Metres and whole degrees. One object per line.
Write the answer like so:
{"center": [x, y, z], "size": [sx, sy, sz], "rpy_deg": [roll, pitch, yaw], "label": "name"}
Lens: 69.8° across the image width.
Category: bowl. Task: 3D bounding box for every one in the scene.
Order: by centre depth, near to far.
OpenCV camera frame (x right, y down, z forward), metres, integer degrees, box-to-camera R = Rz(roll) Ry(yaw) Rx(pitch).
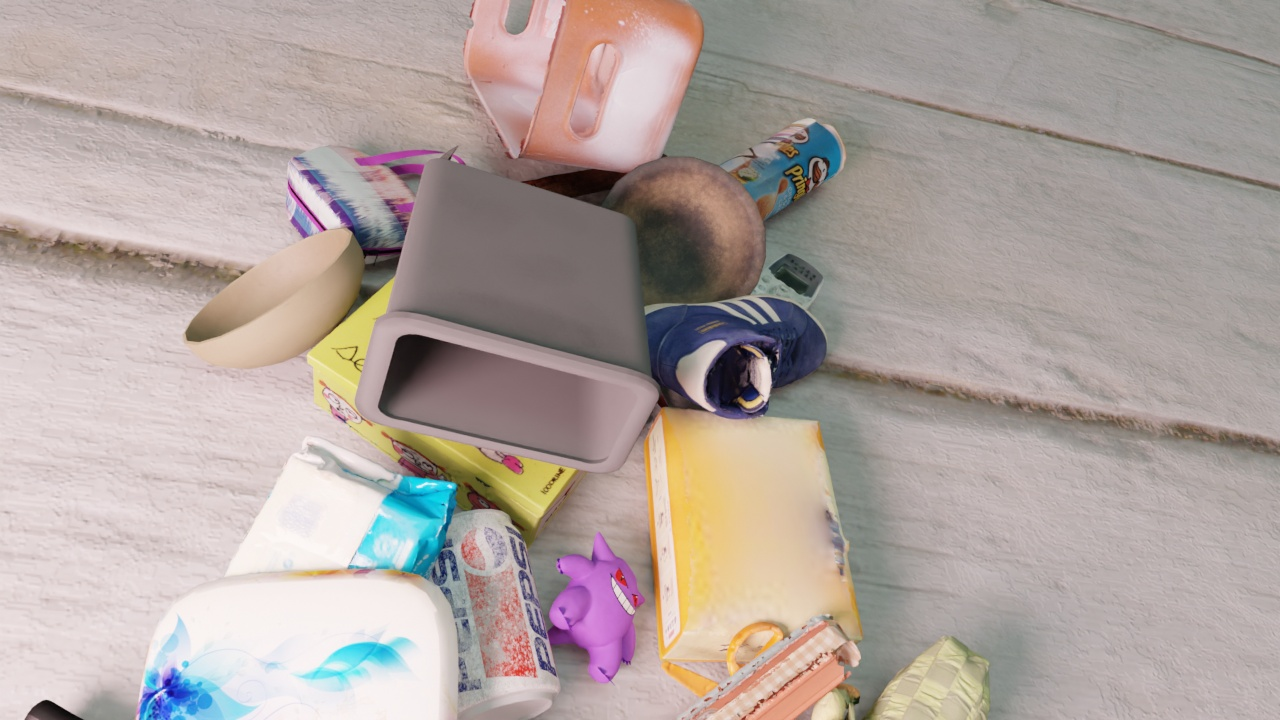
{"center": [-0.282, -0.042, 0.732], "size": [0.152, 0.050, 0.152], "rpy_deg": [-22, 30, 13], "label": "bowl"}
{"center": [0.033, -0.106, 0.868], "size": [0.162, 0.070, 0.162], "rpy_deg": [0, 90, -6], "label": "bowl"}

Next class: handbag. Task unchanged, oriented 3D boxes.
{"center": [0.174, 0.272, 0.655], "size": [0.117, 0.113, 0.185], "rpy_deg": [31, 47, 23], "label": "handbag"}
{"center": [-0.236, -0.158, 0.865], "size": [0.169, 0.068, 0.144], "rpy_deg": [-28, 68, -40], "label": "handbag"}

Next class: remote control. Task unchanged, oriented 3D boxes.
{"center": [0.141, -0.065, 0.935], "size": [0.060, 0.028, 0.114], "rpy_deg": [39, 52, 11], "label": "remote control"}

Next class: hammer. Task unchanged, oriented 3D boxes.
{"center": [-0.217, 0.281, 0.531], "size": [0.323, 0.029, 0.127], "rpy_deg": [25, 88, 5], "label": "hammer"}
{"center": [-0.082, -0.174, 0.918], "size": [0.299, 0.028, 0.111], "rpy_deg": [-20, 77, -38], "label": "hammer"}

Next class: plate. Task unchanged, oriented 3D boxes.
{"center": [-0.199, 0.213, 0.522], "size": [0.187, 0.016, 0.186], "rpy_deg": [-3, 69, 0], "label": "plate"}

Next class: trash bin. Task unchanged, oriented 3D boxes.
{"center": [-0.094, -0.040, 0.692], "size": [0.191, 0.098, 0.219], "rpy_deg": [15, 37, -16], "label": "trash bin"}
{"center": [-0.063, -0.317, 0.921], "size": [0.157, 0.182, 0.259], "rpy_deg": [4, 35, -27], "label": "trash bin"}

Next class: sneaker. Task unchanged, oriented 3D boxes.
{"center": [0.109, -0.004, 0.790], "size": [0.232, 0.091, 0.118], "rpy_deg": [4, 14, -33], "label": "sneaker"}

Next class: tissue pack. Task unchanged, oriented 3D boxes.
{"center": [-0.209, 0.156, 0.592], "size": [0.117, 0.066, 0.209], "rpy_deg": [24, 79, 1], "label": "tissue pack"}

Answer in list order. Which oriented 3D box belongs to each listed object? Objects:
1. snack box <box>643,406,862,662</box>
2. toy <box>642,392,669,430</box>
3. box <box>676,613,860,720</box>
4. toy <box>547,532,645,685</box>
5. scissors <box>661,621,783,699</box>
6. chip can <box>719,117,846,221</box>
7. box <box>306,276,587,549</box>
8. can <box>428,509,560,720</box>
{"center": [0.087, 0.135, 0.736], "size": [0.145, 0.081, 0.195], "rpy_deg": [6, 53, -14], "label": "snack box"}
{"center": [-0.005, 0.005, 0.817], "size": [0.049, 0.030, 0.111], "rpy_deg": [-18, 94, -29], "label": "toy"}
{"center": [0.072, 0.245, 0.625], "size": [0.186, 0.058, 0.060], "rpy_deg": [-35, 73, -9], "label": "box"}
{"center": [-0.033, 0.180, 0.678], "size": [0.087, 0.056, 0.106], "rpy_deg": [-49, 116, -41], "label": "toy"}
{"center": [0.067, 0.245, 0.656], "size": [0.129, 0.011, 0.125], "rpy_deg": [42, 87, -15], "label": "scissors"}
{"center": [0.129, -0.194, 0.999], "size": [0.080, 0.080, 0.228], "rpy_deg": [44, 54, 16], "label": "chip can"}
{"center": [-0.142, 0.036, 0.735], "size": [0.221, 0.082, 0.124], "rpy_deg": [35, 52, 7], "label": "box"}
{"center": [-0.108, 0.180, 0.640], "size": [0.078, 0.078, 0.136], "rpy_deg": [-6, 57, -22], "label": "can"}
